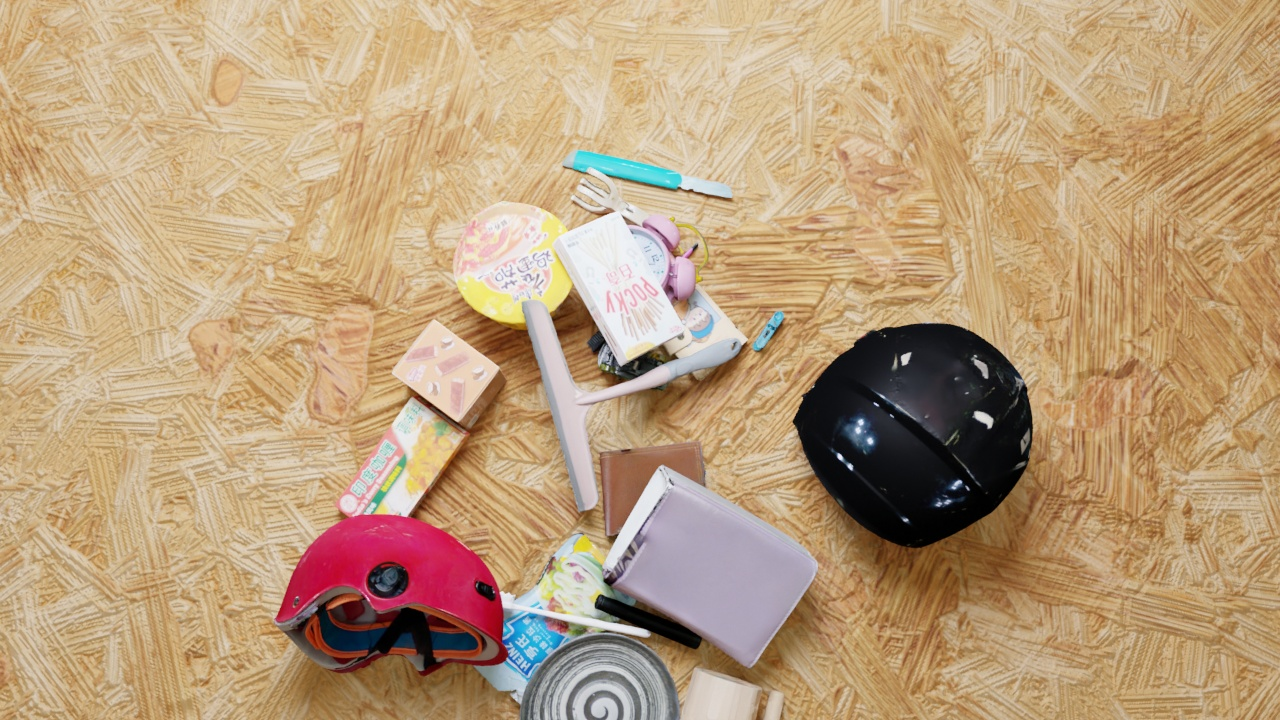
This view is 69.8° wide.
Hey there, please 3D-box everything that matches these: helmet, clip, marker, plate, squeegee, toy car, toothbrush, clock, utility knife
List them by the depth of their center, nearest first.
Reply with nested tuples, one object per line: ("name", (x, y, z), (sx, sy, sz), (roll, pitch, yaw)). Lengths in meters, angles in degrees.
("helmet", (-0.250, 0.238, 0.964), (0.240, 0.207, 0.143), (0, 55, 5))
("helmet", (0.315, 0.069, 1.013), (0.233, 0.231, 0.274), (44, 61, 3))
("toothbrush", (-0.075, 0.282, 1.016), (0.180, 0.016, 0.016), (14, 82, -5))
("plate", (-0.046, 0.392, 1.023), (0.179, 0.024, 0.179), (0, 89, -9))
("marker", (0.010, 0.294, 1.034), (0.132, 0.022, 0.020), (26, 64, -15))
("squeegee", (0.016, 0.018, 1.042), (0.249, 0.040, 0.248), (-19, 102, -21))
("clock", (0.004, -0.110, 1.088), (0.158, 0.060, 0.117), (-21, 71, -1))
("toy car", (-0.006, 0.006, 1.092), (0.091, 0.036, 0.043), (21, 81, 0))
("clip", (0.156, -0.036, 1.116), (0.014, 0.043, 0.056), (36, 77, 2))
("toothbrush", (0.004, -0.080, 1.120), (0.018, 0.014, 0.189), (41, 80, 17))
("clip", (-0.042, -0.195, 1.133), (0.103, 0.093, 0.035), (34, 76, -33))
("utility knife", (0.010, -0.231, 1.145), (0.216, 0.013, 0.029), (13, 78, 2))

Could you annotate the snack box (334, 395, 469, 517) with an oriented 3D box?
("snack box", (-0.272, 0.125, 1.050), (0.077, 0.027, 0.156), (36, 92, 3))

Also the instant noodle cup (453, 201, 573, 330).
("instant noodle cup", (-0.141, -0.100, 1.066), (0.138, 0.110, 0.138), (0, 81, -3))

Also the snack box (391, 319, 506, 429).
("snack box", (-0.216, 0.018, 1.051), (0.094, 0.093, 0.077), (36, 81, 3))

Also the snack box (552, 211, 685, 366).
("snack box", (-0.023, -0.081, 1.014), (0.084, 0.027, 0.157), (-28, 87, -29))

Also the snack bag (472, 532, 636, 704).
("snack bag", (-0.102, 0.295, 1.039), (0.191, 0.039, 0.110), (-43, 97, -8))

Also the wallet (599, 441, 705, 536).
("wallet", (0.016, 0.150, 1.073), (0.124, 0.032, 0.101), (-6, 83, -3))

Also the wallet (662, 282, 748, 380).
("wallet", (0.061, -0.040, 1.112), (0.087, 0.024, 0.115), (-39, 86, -13))

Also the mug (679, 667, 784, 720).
("mug", (0.100, 0.407, 1.015), (0.124, 0.084, 0.103), (22, 77, -24))

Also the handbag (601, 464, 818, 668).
("handbag", (0.074, 0.227, 1.016), (0.197, 0.098, 0.145), (31, 90, -8))
